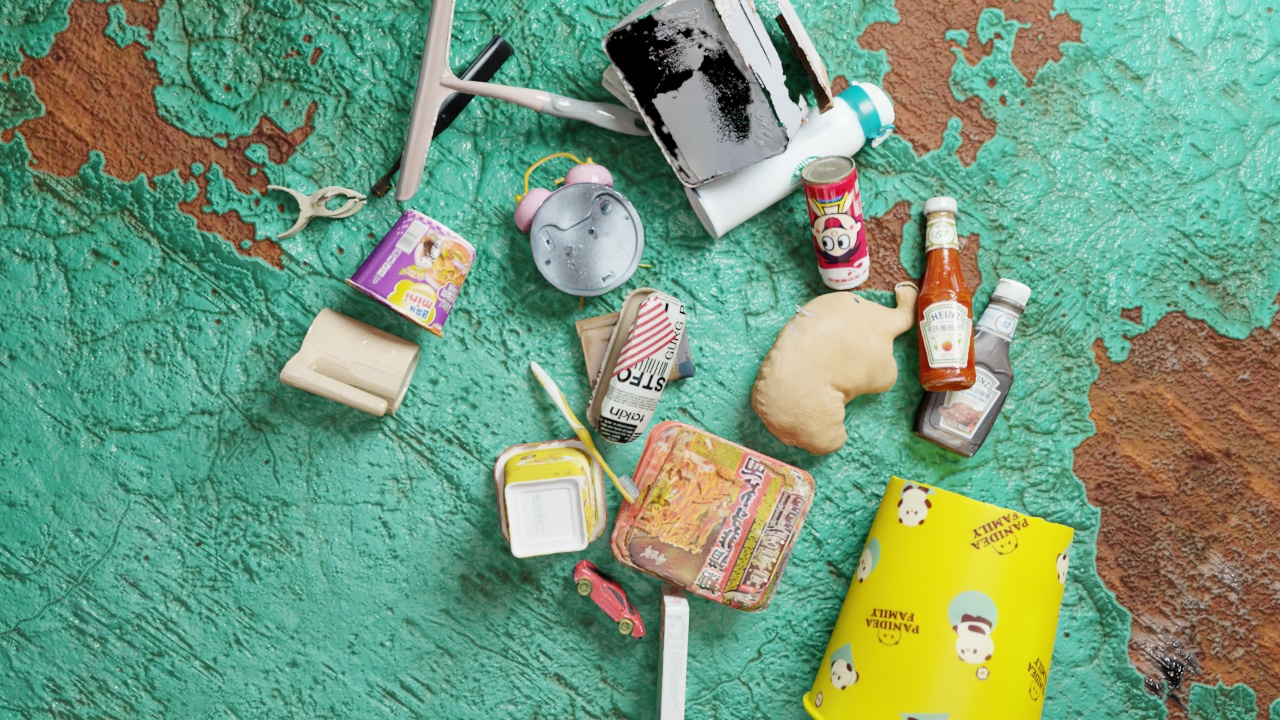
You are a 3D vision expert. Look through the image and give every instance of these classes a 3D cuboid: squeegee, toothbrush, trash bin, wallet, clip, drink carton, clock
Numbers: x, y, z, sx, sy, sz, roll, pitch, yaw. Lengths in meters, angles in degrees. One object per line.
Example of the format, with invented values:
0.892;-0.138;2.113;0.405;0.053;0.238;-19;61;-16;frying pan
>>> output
-0.107;-0.262;0.930;0.249;0.040;0.247;10;89;-5;squeegee
-0.210;-0.253;0.962;0.212;0.026;0.027;-49;57;1;toothbrush
0.311;0.265;0.935;0.229;0.230;0.255;17;87;-4;trash bin
-0.006;-0.014;0.987;0.115;0.033;0.090;-12;95;2;wallet
-0.337;-0.159;0.960;0.097;0.034;0.061;-9;95;3;clip
0.018;-0.322;0.958;0.053;0.045;0.122;42;91;-4;drink carton
-0.065;-0.142;0.961;0.117;0.060;0.158;-29;96;1;clock
-0.060;0.071;0.963;0.018;0.016;0.191;-40;71;8;toothbrush

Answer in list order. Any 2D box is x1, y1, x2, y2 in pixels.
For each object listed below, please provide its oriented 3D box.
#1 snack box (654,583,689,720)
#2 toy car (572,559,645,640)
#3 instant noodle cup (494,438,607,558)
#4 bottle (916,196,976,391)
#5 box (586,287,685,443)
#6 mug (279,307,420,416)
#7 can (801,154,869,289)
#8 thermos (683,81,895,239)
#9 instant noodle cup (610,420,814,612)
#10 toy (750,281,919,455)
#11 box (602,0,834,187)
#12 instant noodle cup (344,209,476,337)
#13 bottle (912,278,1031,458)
0.033;0.328;0.985;0.027;0.084;0.157;3;94;-2;snack box
-0.031;0.259;0.995;0.031;0.049;0.106;-43;94;2;toy car
-0.094;0.147;0.947;0.116;0.123;0.116;-6;94;-2;instant noodle cup
0.321;-0.071;0.971;0.060;0.060;0.206;2;79;-3;bottle
-0.007;0.004;0.956;0.074;0.081;0.163;12;99;-33;box
-0.291;0.009;0.930;0.103;0.124;0.084;21;111;-6;mug
0.203;-0.141;0.947;0.053;0.053;0.133;-20;126;-1;can
0.159;-0.211;0.961;0.224;0.073;0.073;-31;95;-1;thermos
0.072;0.162;0.978;0.189;0.079;0.164;23;92;-5;instant noodle cup
0.213;-0.008;0.977;0.143;0.082;0.226;40;89;-25;toy
0.095;-0.312;0.909;0.157;0.191;0.183;-13;122;37;box
-0.227;-0.092;0.938;0.111;0.112;0.099;31;82;-4;instant noodle cup
0.368;0.006;1.000;0.080;0.044;0.195;25;91;3;bottle
